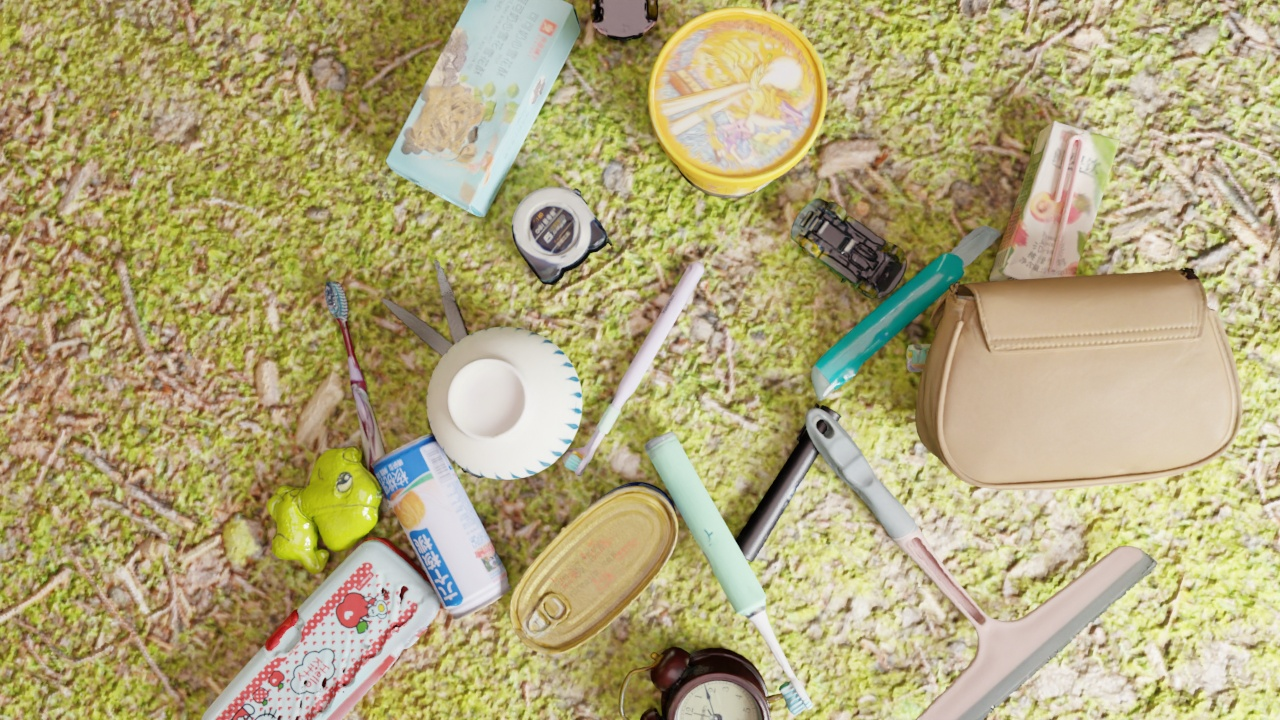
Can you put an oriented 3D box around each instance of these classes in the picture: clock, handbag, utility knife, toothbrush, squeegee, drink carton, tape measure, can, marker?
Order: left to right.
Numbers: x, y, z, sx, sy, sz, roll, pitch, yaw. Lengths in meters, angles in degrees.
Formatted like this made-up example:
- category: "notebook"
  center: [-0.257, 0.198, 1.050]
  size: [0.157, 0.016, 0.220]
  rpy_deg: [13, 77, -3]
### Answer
- category: "toothbrush"
  center: [-0.221, 0.028, 0.720]
  size: [0.016, 0.017, 0.187]
  rpy_deg: [-14, 88, 2]
- category: "can"
  center: [-0.150, 0.125, 0.695]
  size: [0.053, 0.053, 0.134]
  rpy_deg: [-28, 87, 2]
- category: "tape measure"
  center: [-0.065, -0.100, 0.707]
  size: [0.066, 0.033, 0.066]
  rpy_deg: [-34, 89, 0]
- category: "can"
  center: [-0.033, 0.153, 0.690]
  size: [0.074, 0.049, 0.148]
  rpy_deg: [45, 91, 4]
- category: "toothbrush"
  center: [-0.004, 0.004, 0.709]
  size: [0.021, 0.029, 0.189]
  rpy_deg: [33, 88, -37]
- category: "clock"
  center: [0.044, 0.258, 0.679]
  size: [0.122, 0.055, 0.082]
  rpy_deg: [13, 90, 1]
- category: "toothbrush"
  center: [0.066, 0.153, 0.678]
  size: [0.027, 0.026, 0.224]
  rpy_deg: [-31, 77, 5]
- category: "marker"
  center: [0.110, 0.093, 0.698]
  size: [0.022, 0.020, 0.132]
  rpy_deg: [31, 90, 17]
- category: "utility knife"
  center: [0.200, -0.039, 0.700]
  size: [0.187, 0.013, 0.029]
  rpy_deg: [-41, 89, 3]
- category: "squeegee"
  center: [0.203, 0.133, 0.681]
  size: [0.247, 0.040, 0.249]
  rpy_deg: [-39, 88, -2]
- category: "toothbrush"
  center: [0.297, -0.009, 0.692]
  size: [0.189, 0.029, 0.020]
  rpy_deg: [-4, 47, 2]
- category: "drink carton"
  center: [0.307, -0.110, 0.680]
  size: [0.053, 0.045, 0.122]
  rpy_deg: [18, 89, 5]
- category: "handbag"
  center: [0.297, 0.012, 0.641]
  size: [0.204, 0.099, 0.148]
  rpy_deg: [-3, 101, 0]

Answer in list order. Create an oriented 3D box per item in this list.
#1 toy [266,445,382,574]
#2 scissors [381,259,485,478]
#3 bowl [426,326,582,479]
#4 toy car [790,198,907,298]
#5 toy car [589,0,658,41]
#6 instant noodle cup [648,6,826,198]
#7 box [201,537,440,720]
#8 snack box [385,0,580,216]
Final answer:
- category: "toy"
  center: [-0.242, 0.116, 0.710]
  size: [0.100, 0.031, 0.096]
  rpy_deg: [-6, 89, 13]
- category: "scissors"
  center: [-0.132, 0.009, 0.720]
  size: [0.178, 0.014, 0.159]
  rpy_deg: [13, 87, 5]
- category: "bowl"
  center: [-0.104, 0.031, 0.675]
  size: [0.116, 0.066, 0.116]
  rpy_deg: [0, 86, 5]
- category: "toy car"
  center: [0.156, -0.084, 0.692]
  size: [0.091, 0.036, 0.043]
  rpy_deg: [36, 89, 5]
- category: "toy car"
  center: [-0.014, -0.311, 0.710]
  size: [0.056, 0.037, 0.122]
  rpy_deg: [-1, 101, 6]
- category: "instant noodle cup"
  center: [0.067, -0.173, 0.661]
  size: [0.118, 0.114, 0.118]
  rpy_deg: [0, 88, 3]
- category: "box"
  center: [-0.242, 0.231, 0.702]
  size: [0.086, 0.047, 0.201]
  rpy_deg: [42, 90, 3]
- category: "snack box"
  center: [-0.118, -0.204, 0.704]
  size: [0.074, 0.051, 0.175]
  rpy_deg: [27, 90, 4]
